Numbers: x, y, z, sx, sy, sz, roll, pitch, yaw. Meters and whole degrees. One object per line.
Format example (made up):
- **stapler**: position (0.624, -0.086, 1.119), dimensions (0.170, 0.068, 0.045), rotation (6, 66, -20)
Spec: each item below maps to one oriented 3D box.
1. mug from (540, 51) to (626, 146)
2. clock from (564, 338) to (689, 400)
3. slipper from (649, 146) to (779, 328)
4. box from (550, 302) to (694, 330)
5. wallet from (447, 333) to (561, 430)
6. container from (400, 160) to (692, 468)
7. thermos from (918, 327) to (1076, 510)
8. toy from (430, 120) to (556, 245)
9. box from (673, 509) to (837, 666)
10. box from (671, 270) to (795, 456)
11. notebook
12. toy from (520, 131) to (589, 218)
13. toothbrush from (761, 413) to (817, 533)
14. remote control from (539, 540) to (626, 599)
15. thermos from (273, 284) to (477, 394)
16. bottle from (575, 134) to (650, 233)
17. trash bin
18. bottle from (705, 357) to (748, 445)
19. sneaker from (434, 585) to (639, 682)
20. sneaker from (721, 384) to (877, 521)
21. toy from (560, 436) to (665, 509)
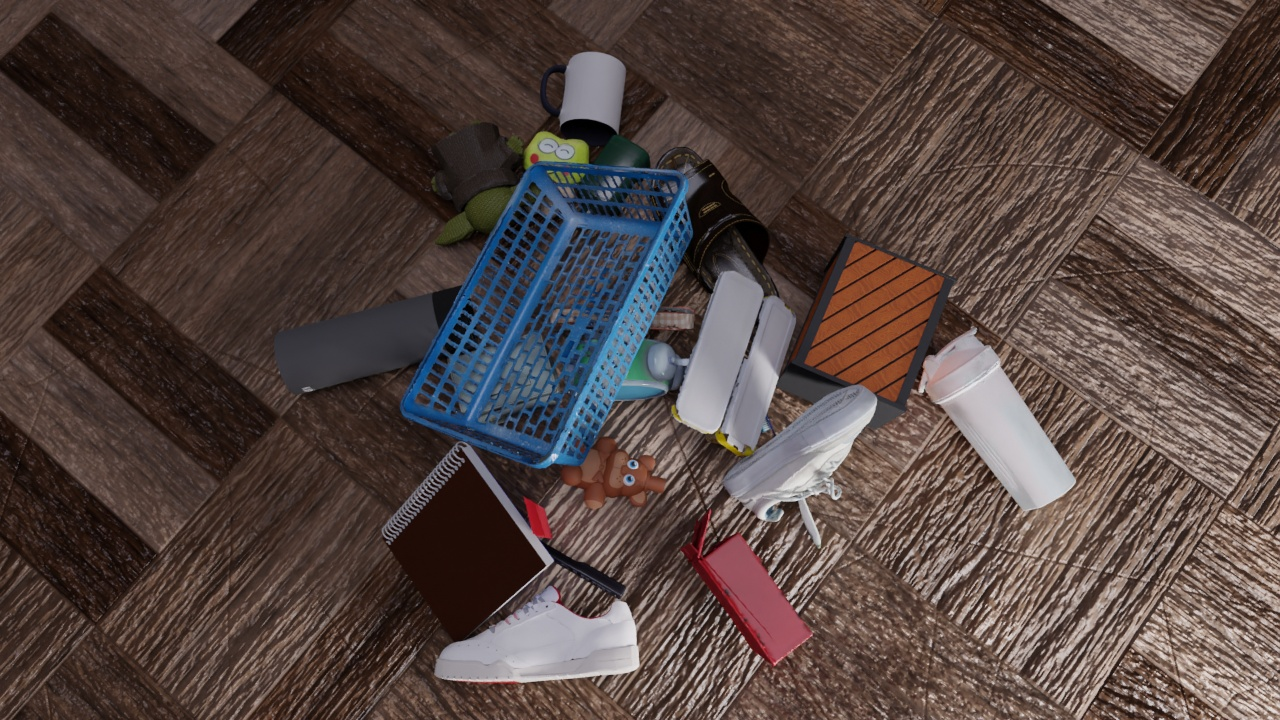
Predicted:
- **mug**: position (-0.079, -0.353, 1.227), dimensions (0.112, 0.079, 0.096), rotation (10, 77, -17)
- **clock**: position (-0.007, 0.007, 1.127), dimensions (0.162, 0.122, 0.075), rotation (-3, 78, 12)
- **slipper**: position (0.097, -0.165, 1.191), dimensions (0.113, 0.076, 0.267), rotation (-27, 79, -6)
- **box**: position (-0.022, -0.055, 1.174), dimensions (0.187, 0.083, 0.042), rotation (3, 92, -1)
- **wallet**: position (-0.172, 0.026, 1.164), dimensions (0.131, 0.054, 0.100), rotation (-19, 88, -8)
- **container**: position (-0.095, -0.053, 1.065), dimensions (0.257, 0.089, 0.361), rotation (14, 73, 39)
- **thermos**: position (0.434, 0.076, 1.128), dimensions (0.099, 0.099, 0.220), rotation (-33, 83, -6)
- **toy**: position (-0.209, -0.240, 1.209), dimensions (0.179, 0.078, 0.152), rotation (-24, 84, 12)
- **box**: position (0.116, 0.257, 1.028), dimensions (0.164, 0.215, 0.153), rotation (9, 77, 1)
- **box**: position (0.118, 0.002, 1.114), dimensions (0.129, 0.036, 0.209), rotation (31, 67, -24)
- **notebook**: position (-0.211, 0.216, 1.073), dimensions (0.171, 0.022, 0.210), rotation (52, 125, 10)
- **toy**: position (-0.118, -0.248, 1.229), dimensions (0.092, 0.046, 0.115), rotation (17, 86, 5)
- **toothbrush**: position (0.186, 0.147, 1.154), dimensions (0.017, 0.016, 0.189), rotation (-23, 78, 6)
- **remote control**: position (-0.080, 0.252, 1.126), dimensions (0.136, 0.032, 0.015), rotation (28, 68, 7)
- **thermos**: position (-0.329, -0.027, 1.163), dimensions (0.240, 0.082, 0.082), rotation (-15, 78, -3)
- **bottle**: position (-0.046, -0.226, 1.213), dimensions (0.061, 0.061, 0.131), rotation (32, 80, 9)
- **trash bin**: position (0.272, -0.031, 1.127), dimensions (0.140, 0.140, 0.171), rotation (24, 79, 6)
- **bottle**: position (0.114, 0.051, 1.154), dimensions (0.056, 0.056, 0.105), rotation (5, 78, 2)
- **sneaker**: position (-0.123, 0.323, 1.086), dimensions (0.236, 0.090, 0.104), rotation (-5, 69, 1)
- **sneaker**: position (0.201, 0.116, 1.071), dimensions (0.091, 0.243, 0.089), rotation (47, 42, 0)
- **toy**: position (-0.032, 0.140, 1.133), dimensions (0.128, 0.065, 0.094), rotation (13, 64, 0)
